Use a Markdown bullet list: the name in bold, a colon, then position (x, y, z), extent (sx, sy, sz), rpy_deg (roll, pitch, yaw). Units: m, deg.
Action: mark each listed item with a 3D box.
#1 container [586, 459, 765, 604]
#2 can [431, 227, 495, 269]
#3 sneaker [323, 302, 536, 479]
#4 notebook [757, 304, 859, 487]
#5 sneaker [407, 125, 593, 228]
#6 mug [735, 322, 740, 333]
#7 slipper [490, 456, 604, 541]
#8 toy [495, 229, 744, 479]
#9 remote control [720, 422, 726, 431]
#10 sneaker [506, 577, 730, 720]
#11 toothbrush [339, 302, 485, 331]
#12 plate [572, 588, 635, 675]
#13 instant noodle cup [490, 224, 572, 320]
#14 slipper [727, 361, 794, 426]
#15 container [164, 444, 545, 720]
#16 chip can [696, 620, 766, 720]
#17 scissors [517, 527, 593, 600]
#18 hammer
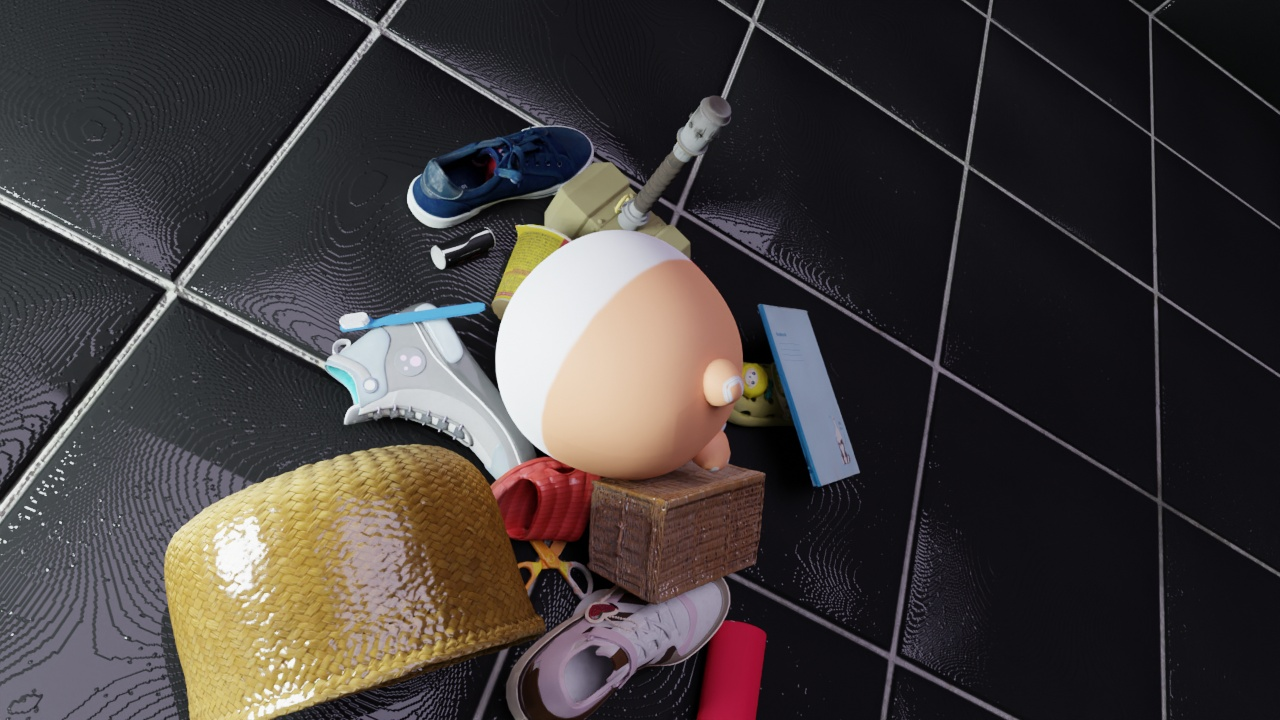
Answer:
- **container**: position (0.041, 0.183, 1.041), extent (0.198, 0.113, 0.114), rpy_deg (-6, 104, -47)
- **can**: position (-0.228, -0.145, 1.182), extent (0.080, 0.032, 0.031), rpy_deg (-29, 82, -35)
- **sneaker**: position (-0.240, 0.067, 1.042), extent (0.160, 0.093, 0.256), rpy_deg (-31, 84, -27)
- **notebook**: position (0.237, 0.045, 1.276), extent (0.180, 0.009, 0.253), rpy_deg (-1, 72, -59)
- **sneaker**: position (-0.165, -0.269, 1.223), extent (0.293, 0.128, 0.120), rpy_deg (-29, 80, -37)
- **mug**: position (0.082, -0.038, 1.253), extent (0.121, 0.095, 0.085), rpy_deg (-1, 67, -28)
- **slipper**: position (-0.073, 0.162, 1.054), extent (0.248, 0.104, 0.059), rpy_deg (-4, 37, -37)
- **toy**: position (-0.011, 0.000, 0.993), extent (0.281, 0.263, 0.265), rpy_deg (35, 56, 24)
- **remote control**: position (0.051, 0.058, 1.242), extent (0.146, 0.008, 0.045), rpy_deg (37, 54, -7)
- **sneaker**: position (-0.001, 0.294, 0.987), extent (0.293, 0.117, 0.111), rpy_deg (-18, 81, -34)
- **toothbrush**: position (-0.257, -0.051, 1.027), extent (0.167, 0.014, 0.016), rpy_deg (-8, 47, 5)
- **plate**: position (-0.030, 0.314, 1.052), extent (0.104, 0.026, 0.104), rpy_deg (11, 66, -26)
- **instant noodle cup**: position (-0.134, -0.099, 1.176), extent (0.100, 0.101, 0.112), rpy_deg (30, 63, -12)
- **slipper**: position (0.185, 0.044, 1.277), extent (0.190, 0.082, 0.091), rpy_deg (10, 64, -27)
- **container**: position (-0.258, 0.201, 0.824), extent (0.306, 0.308, 0.196), rpy_deg (-11, 75, -32)
- **chip can**: position (0.097, 0.415, 1.047), extent (0.069, 0.069, 0.220), rpy_deg (24, 56, -16)
- **scissors**: position (-0.104, 0.235, 1.068), extent (0.131, 0.011, 0.125), rpy_deg (41, 54, -7)
- **hammer**: position (0.020, -0.220, 1.169), extent (0.190, 0.326, 0.100), rpy_deg (45, 54, -1)
